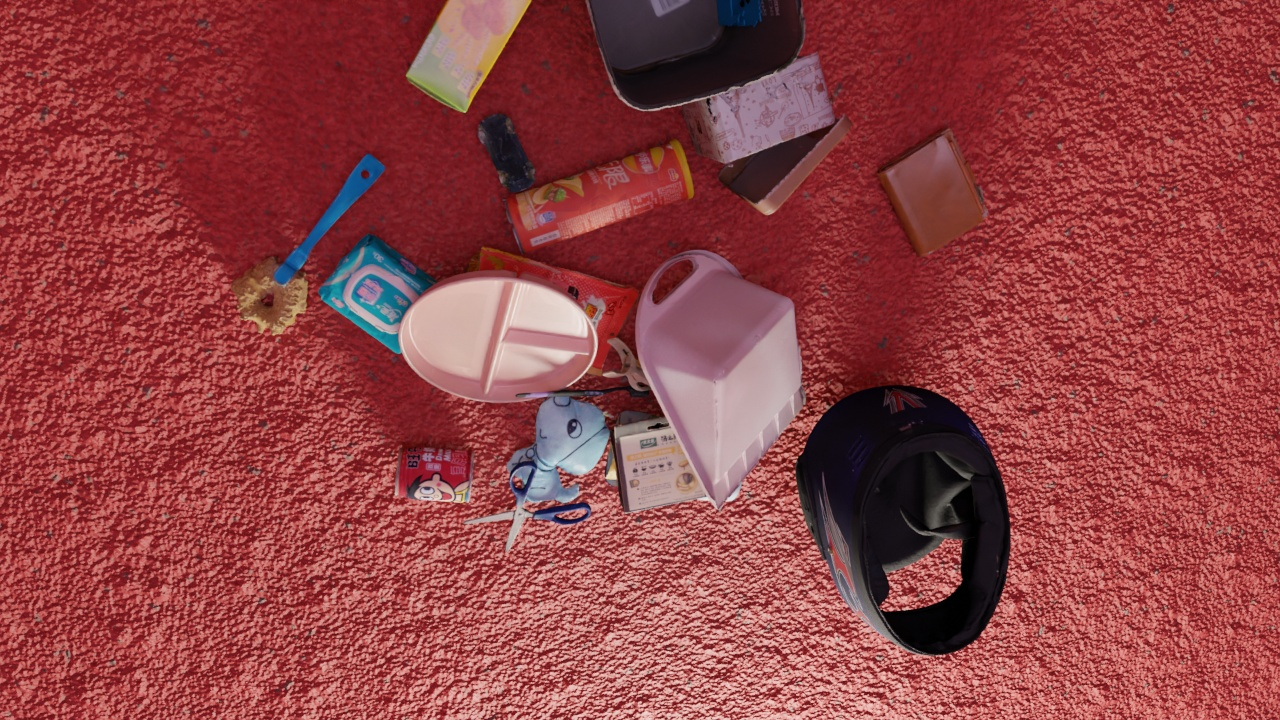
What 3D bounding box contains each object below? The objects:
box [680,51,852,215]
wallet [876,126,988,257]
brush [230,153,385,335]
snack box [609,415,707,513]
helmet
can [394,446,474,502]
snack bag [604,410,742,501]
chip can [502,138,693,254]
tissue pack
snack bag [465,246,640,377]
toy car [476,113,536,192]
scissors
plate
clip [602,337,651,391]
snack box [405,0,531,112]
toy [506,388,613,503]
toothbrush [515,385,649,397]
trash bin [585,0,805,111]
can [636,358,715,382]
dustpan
[{"bbox_3d":[0.141,-0.252,1.024,0.146,0.181,0.148,-19,109,-2],"label":"box"},{"bbox_3d":[0.371,-0.211,1.156,0.108,0.031,0.132,-32,113,6],"label":"wallet"},{"bbox_3d":[-0.376,-0.131,1.045,0.083,0.045,0.255,39,105,-17],"label":"brush"},{"bbox_3d":[0.024,0.123,1.170,0.113,0.053,0.126,-10,106,-9],"label":"snack box"},{"bbox_3d":[0.327,0.187,1.179,0.247,0.240,0.315,-9,100,-7],"label":"helmet"},{"bbox_3d":[-0.261,0.144,1.162,0.093,0.066,0.067,6,109,-12],"label":"can"},{"bbox_3d":[0.053,0.130,1.227,0.191,0.039,0.110,10,97,-14],"label":"snack bag"},{"bbox_3d":[-0.048,-0.189,1.071,0.216,0.073,0.073,-20,112,-2],"label":"chip can"},{"bbox_3d":[-0.298,-0.076,1.081,0.133,0.050,0.093,37,101,-20],"label":"tissue pack"},{"bbox_3d":[-0.115,-0.061,1.115,0.207,0.073,0.129,16,114,-23],"label":"snack bag"},{"bbox_3d":[-0.153,-0.239,1.054,0.043,0.034,0.090,-25,110,3],"label":"toy car"},{"bbox_3d":[-0.150,0.194,1.205,0.175,0.012,0.163,-3,127,1],"label":"scissors"},{"bbox_3d":[-0.165,-0.027,1.073,0.229,0.028,0.230,-2,143,-2],"label":"plate"},{"bbox_3d":[-0.007,0.012,1.152,0.100,0.035,0.070,31,59,-43],"label":"clip"},{"bbox_3d":[-0.158,-0.366,0.938,0.070,0.157,0.210,30,102,-20],"label":"snack box"},{"bbox_3d":[-0.101,0.113,1.188,0.156,0.049,0.161,-23,117,2],"label":"toy"},{"bbox_3d":[-0.069,0.043,1.153,0.188,0.016,0.014,-1,149,-30],"label":"toothbrush"},{"bbox_3d":[0.033,-0.377,0.935,0.198,0.219,0.199,-17,112,-2],"label":"trash bin"},{"bbox_3d":[0.056,0.000,1.149,0.083,0.057,0.101,50,57,-24],"label":"can"},{"bbox_3d":[0.095,0.005,1.140,0.221,0.139,0.274,-42,141,-36],"label":"dustpan"}]
